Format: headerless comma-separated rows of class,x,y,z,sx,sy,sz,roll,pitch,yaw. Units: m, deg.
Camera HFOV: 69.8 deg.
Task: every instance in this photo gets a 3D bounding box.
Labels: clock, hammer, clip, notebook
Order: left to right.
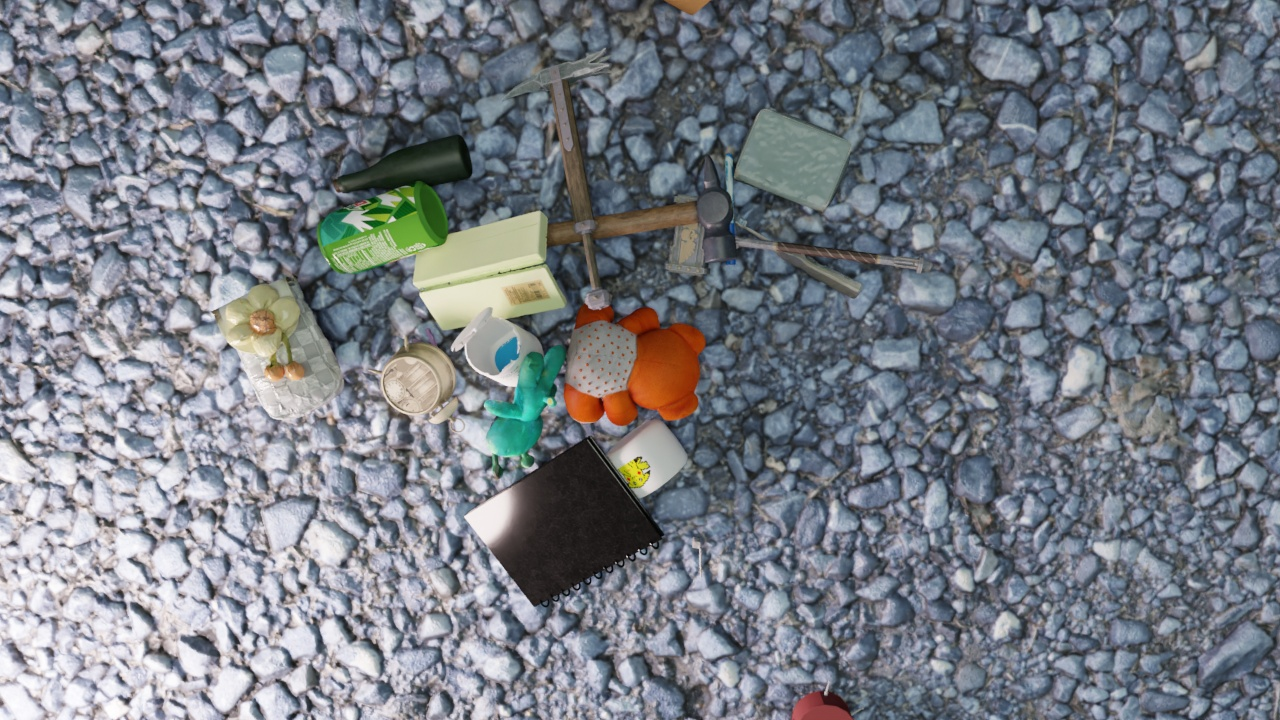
clock,-0.281,0.042,1.197,0.093,0.054,0.141,-38,97,18
clip,-0.277,-0.021,1.215,0.050,0.014,0.045,28,99,0
notebook,-0.102,0.220,1.205,0.232,0.019,0.169,-33,97,26
hammer,-0.081,-0.214,1.131,0.147,0.028,0.316,-13,80,14
hammer,-0.044,-0.169,1.150,0.322,0.040,0.129,-7,91,14
hammer,0.195,-0.139,1.141,0.322,0.044,0.098,9,98,12
clock,0.245,0.511,1.266,0.087,0.044,0.124,40,97,-4

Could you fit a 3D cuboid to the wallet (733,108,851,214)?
wallet,0.190,-0.250,1.154,0.131,0.054,0.100,23,89,0

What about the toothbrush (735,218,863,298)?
toothbrush,0.202,-0.133,1.185,0.185,0.022,0.024,29,117,-2

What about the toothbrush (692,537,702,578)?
toothbrush,0.071,0.249,1.162,0.010,0.181,0.010,8,93,3

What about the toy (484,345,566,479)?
toy,-0.144,0.068,1.169,0.072,0.130,0.194,39,122,25

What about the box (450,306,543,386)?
box,-0.182,-0.018,1.144,0.081,0.160,0.091,-34,77,4

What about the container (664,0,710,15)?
container,0.035,-0.545,0.998,0.219,0.251,0.214,25,98,-12

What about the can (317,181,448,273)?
can,-0.322,-0.164,1.151,0.144,0.083,0.083,-16,98,13

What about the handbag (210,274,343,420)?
handbag,-0.455,-0.011,1.165,0.112,0.123,0.171,-27,98,-11

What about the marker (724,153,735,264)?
marker,0.115,-0.195,1.183,0.013,0.013,0.142,-2,98,1

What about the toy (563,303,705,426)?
toy,-0.007,0.007,1.175,0.172,0.093,0.163,9,78,2

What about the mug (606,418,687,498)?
mug,-0.001,0.131,1.194,0.116,0.094,0.068,-35,95,28

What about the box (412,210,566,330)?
box,-0.195,-0.109,1.154,0.188,0.061,0.133,-8,102,21

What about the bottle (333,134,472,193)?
bottle,-0.304,-0.240,1.163,0.174,0.055,0.055,-12,98,4
